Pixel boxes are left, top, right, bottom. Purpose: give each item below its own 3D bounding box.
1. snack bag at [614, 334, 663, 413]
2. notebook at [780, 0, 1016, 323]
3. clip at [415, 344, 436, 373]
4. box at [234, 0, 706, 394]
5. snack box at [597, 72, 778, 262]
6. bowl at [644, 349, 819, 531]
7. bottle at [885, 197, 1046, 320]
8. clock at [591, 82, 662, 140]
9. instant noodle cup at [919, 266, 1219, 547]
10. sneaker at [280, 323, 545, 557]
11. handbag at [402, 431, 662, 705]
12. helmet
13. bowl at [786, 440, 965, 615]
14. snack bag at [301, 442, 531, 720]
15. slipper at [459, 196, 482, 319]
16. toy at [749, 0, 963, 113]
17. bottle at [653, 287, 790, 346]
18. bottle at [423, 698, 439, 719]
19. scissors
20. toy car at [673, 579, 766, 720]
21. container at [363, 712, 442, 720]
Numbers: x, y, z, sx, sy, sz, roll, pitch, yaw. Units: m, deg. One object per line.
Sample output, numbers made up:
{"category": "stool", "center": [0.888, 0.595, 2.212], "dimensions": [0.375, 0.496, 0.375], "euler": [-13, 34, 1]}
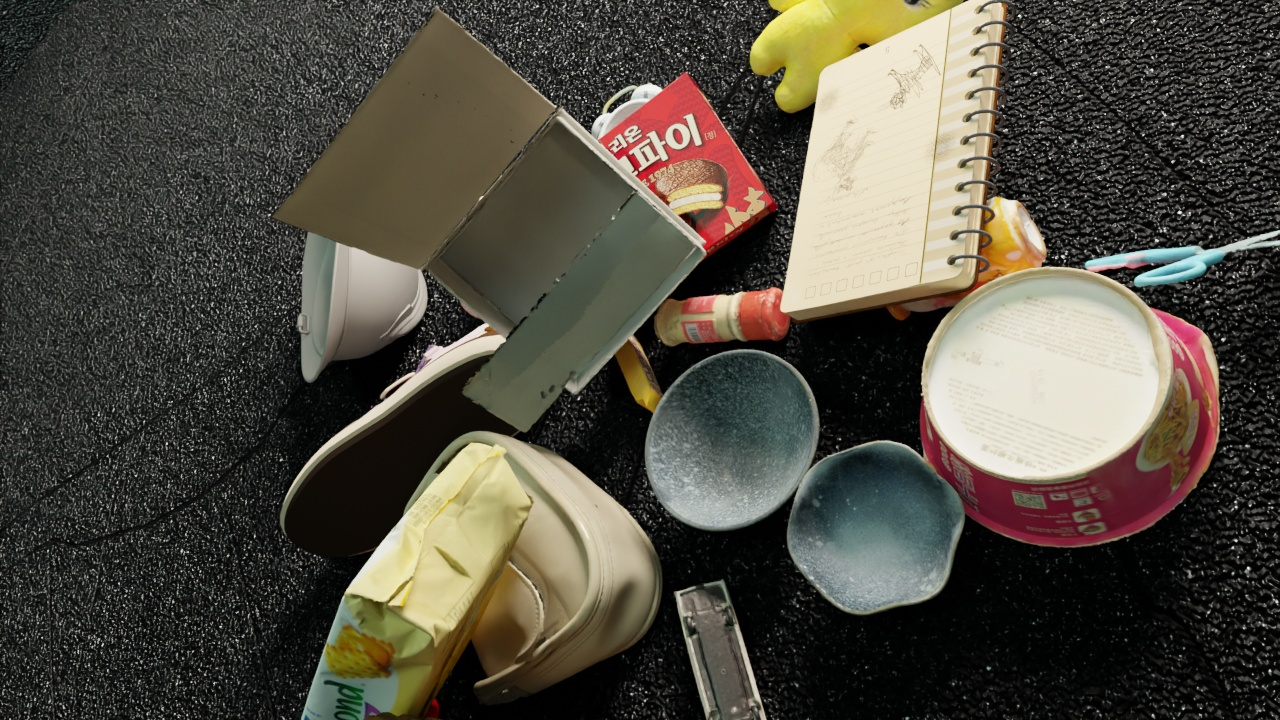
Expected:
{"category": "snack bag", "center": [-0.005, 0.005, 0.782], "dimensions": [0.020, 0.026, 0.099], "euler": [-36, 51, 15]}
{"category": "notebook", "center": [0.183, -0.144, 0.663], "dimensions": [0.168, 0.024, 0.225], "euler": [-10, 62, 51]}
{"category": "clip", "center": [-0.214, 0.008, 0.923], "dimensions": [0.051, 0.032, 0.013], "euler": [-52, 51, 4]}
{"category": "box", "center": [-0.096, -0.102, 0.655], "dimensions": [0.167, 0.330, 0.165], "euler": [-48, 63, 10]}
{"category": "snack box", "center": [0.017, -0.145, 0.794], "dimensions": [0.152, 0.035, 0.132], "euler": [-34, 83, 16]}
{"category": "bowl", "center": [0.076, 0.065, 0.677], "dimensions": [0.137, 0.057, 0.136], "euler": [-15, 60, 27]}
{"category": "bottle", "center": [0.222, -0.066, 0.642], "dimensions": [0.109, 0.063, 0.063], "euler": [-30, 53, 34]}
{"category": "clock", "center": [-0.001, -0.210, 0.864], "dimensions": [0.083, 0.057, 0.117], "euler": [-34, 60, 16]}
{"category": "instant noodle cup", "center": [0.252, 0.019, 0.568], "dimensions": [0.179, 0.077, 0.178], "euler": [-15, 60, 28]}
{"category": "sneaker", "center": [-0.220, 0.062, 0.862], "dimensions": [0.294, 0.111, 0.116], "euler": [-41, 30, 12]}
{"category": "handbag", "center": [-0.114, 0.148, 0.726], "dimensions": [0.184, 0.132, 0.229], "euler": [-47, 48, 15]}
{"category": "helmet", "center": [-0.285, -0.090, 0.968], "dimensions": [0.184, 0.117, 0.270], "euler": [-57, 35, 38]}
{"category": "bowl", "center": [0.155, 0.112, 0.598], "dimensions": [0.110, 0.055, 0.110], "euler": [-10, 67, 23]}
{"category": "snack bag", "center": [-0.152, 0.181, 0.616], "dimensions": [0.248, 0.068, 0.159], "euler": [-62, -1, 36]}
{"category": "slipper", "center": [-0.125, -0.135, 0.889], "dimensions": [0.093, 0.081, 0.197], "euler": [10, 66, 42]}
{"category": "toy", "center": [0.183, -0.300, 0.767], "dimensions": [0.208, 0.092, 0.134], "euler": [-39, 84, 20]}
{"category": "bottle", "center": [0.065, -0.034, 0.744], "dimensions": [0.109, 0.044, 0.044], "euler": [-3, 66, 34]}
{"category": "bottle", "center": [-0.219, 0.275, 0.785], "dimensions": [0.119, 0.036, 0.036], "euler": [24, 82, 40]}
{"category": "scissors", "center": [0.333, -0.062, 0.550], "dimensions": [0.135, 0.129, 0.015], "euler": [-12, 99, 42]}
{"category": "toy car", "center": [0.055, 0.210, 0.632], "dimensions": [0.039, 0.039, 0.113], "euler": [-14, 58, -2]}
{"category": "container", "center": [-0.054, 0.363, 0.511], "dimensions": [0.214, 0.219, 0.251], "euler": [6, 71, 36]}
